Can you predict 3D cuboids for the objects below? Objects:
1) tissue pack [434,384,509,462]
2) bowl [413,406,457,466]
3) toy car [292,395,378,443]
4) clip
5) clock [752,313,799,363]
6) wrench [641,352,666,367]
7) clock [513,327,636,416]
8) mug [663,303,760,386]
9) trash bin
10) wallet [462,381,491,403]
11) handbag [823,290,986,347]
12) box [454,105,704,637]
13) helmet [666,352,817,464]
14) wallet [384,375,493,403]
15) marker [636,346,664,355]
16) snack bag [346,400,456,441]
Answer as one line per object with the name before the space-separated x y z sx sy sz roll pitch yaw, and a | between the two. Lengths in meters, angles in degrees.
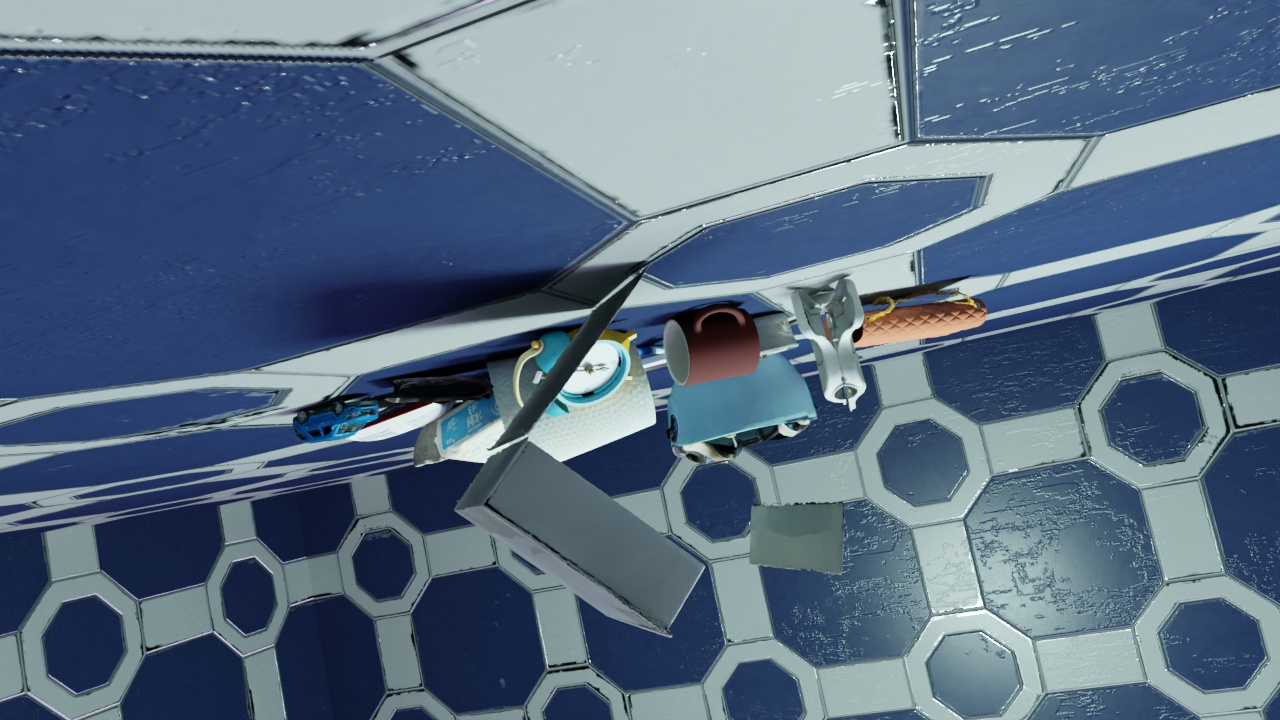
tissue pack | -0.164 0.074 1.174 0.116 0.066 0.210 11 150 -43
bowl | -0.273 0.111 1.442 0.178 0.081 0.178 -11 175 -1
toy car | -0.360 0.072 1.090 0.120 0.043 0.056 -16 173 33
clip | 0.206 -0.025 0.992 0.075 0.124 0.144 -17 149 10
clock | 0.133 -0.023 1.120 0.104 0.056 0.147 -16 175 31
wrench | -0.007 0.007 1.225 0.066 0.018 0.274 -9 177 -24
clock | -0.066 0.009 0.921 0.129 0.043 0.099 -14 134 -22
mug | 0.079 -0.025 0.978 0.082 0.073 0.106 -10 144 -18
trash bin | -0.075 0.043 1.021 0.161 0.133 0.133 -16 175 -7
wallet | -0.166 0.037 1.233 0.119 0.031 0.100 -4 167 -40
handbag | 0.339 -0.055 1.182 0.171 0.060 0.109 -8 179 -14
box | -0.044 0.013 0.725 0.171 0.379 0.168 7 169 -17
helmet | 0.140 0.060 1.367 0.225 0.167 0.266 -13 176 -6
wallet | -0.223 0.032 1.029 0.115 0.026 0.089 -2 174 -7
marker | 0.018 -0.014 1.188 0.013 0.013 0.141 -16 173 33
snack bag | -0.305 0.072 1.185 0.131 0.039 0.144 -20 -178 5
